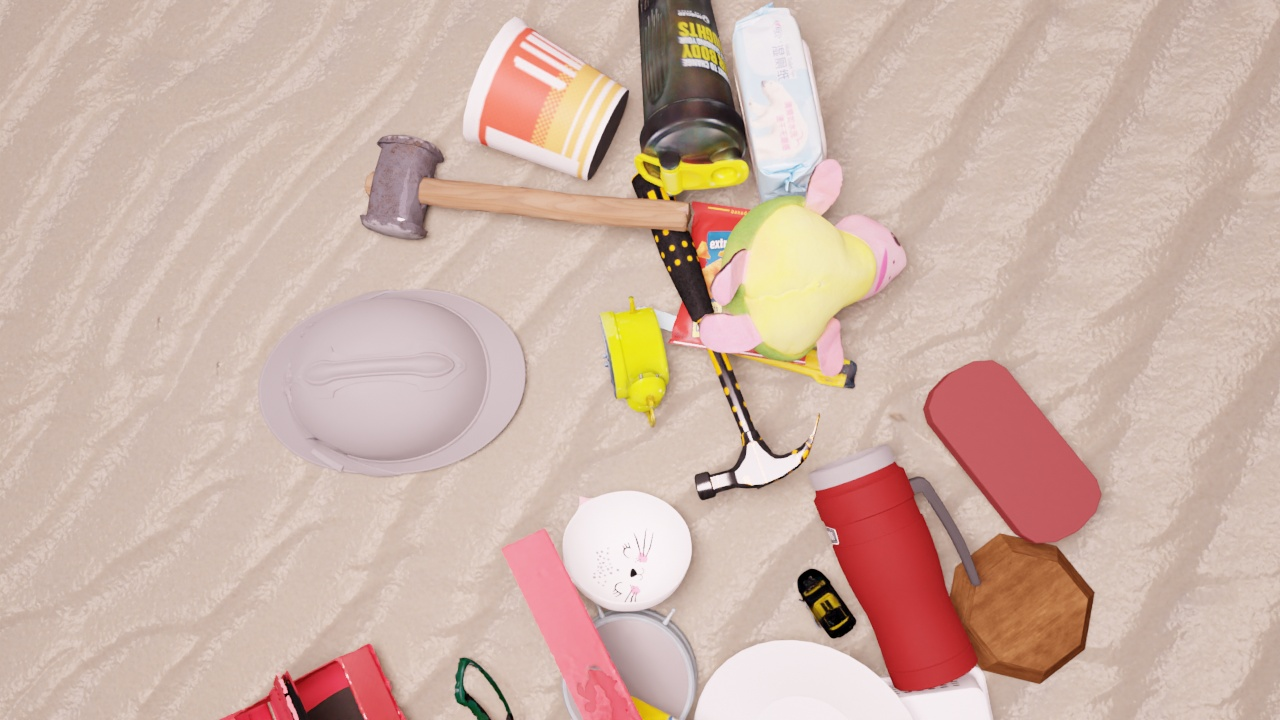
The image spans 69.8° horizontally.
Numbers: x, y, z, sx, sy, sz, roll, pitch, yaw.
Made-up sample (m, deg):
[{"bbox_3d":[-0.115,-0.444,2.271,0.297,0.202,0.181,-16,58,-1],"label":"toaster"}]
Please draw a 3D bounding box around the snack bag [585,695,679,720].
[{"bbox_3d":[0.039,0.397,0.770,0.247,0.068,0.160,27,112,3],"label":"snack bag"}]

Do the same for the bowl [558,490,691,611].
[{"bbox_3d":[-0.012,0.179,0.831,0.114,0.051,0.114,1,49,-1],"label":"bowl"}]

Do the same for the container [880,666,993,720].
[{"bbox_3d":[0.249,0.320,0.805,0.129,0.049,0.080,-9,82,3],"label":"container"}]

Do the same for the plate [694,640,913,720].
[{"bbox_3d":[0.145,0.345,0.797,0.209,0.015,0.208,2,94,26],"label":"plate"}]

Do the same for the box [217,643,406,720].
[{"bbox_3d":[-0.407,0.444,0.767,0.477,0.171,0.214,-22,77,-25],"label":"box"}]

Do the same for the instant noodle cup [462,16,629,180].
[{"bbox_3d":[-0.085,-0.240,0.874,0.121,0.123,0.123,26,85,0],"label":"instant noodle cup"}]

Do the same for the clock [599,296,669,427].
[{"bbox_3d":[-0.005,0.005,0.850,0.057,0.083,0.119,-11,80,-3],"label":"clock"}]

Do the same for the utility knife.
[{"bbox_3d":[0.098,-0.015,0.880,0.225,0.019,0.030,15,76,9],"label":"utility knife"}]

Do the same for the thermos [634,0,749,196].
[{"bbox_3d":[0.040,-0.256,0.853,0.098,0.098,0.220,-7,64,3],"label":"thermos"}]

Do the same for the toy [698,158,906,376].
[{"bbox_3d":[0.141,-0.075,0.791,0.237,0.088,0.190,-23,112,-34],"label":"toy"}]

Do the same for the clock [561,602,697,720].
[{"bbox_3d":[-0.011,0.301,0.831,0.122,0.045,0.159,5,82,6],"label":"clock"}]

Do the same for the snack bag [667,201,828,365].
[{"bbox_3d":[0.102,-0.074,0.872,0.131,0.039,0.144,9,78,6],"label":"snack bag"}]

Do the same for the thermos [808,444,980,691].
[{"bbox_3d":[0.232,0.175,0.806,0.108,0.084,0.198,-22,84,9],"label":"thermos"}]

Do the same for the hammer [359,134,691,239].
[{"bbox_3d":[-0.113,-0.150,0.869,0.329,0.052,0.098,9,84,15],"label":"hammer"}]

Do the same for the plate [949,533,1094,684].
[{"bbox_3d":[0.343,0.223,0.822,0.131,0.025,0.131,-1,83,4],"label":"plate"}]

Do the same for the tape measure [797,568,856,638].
[{"bbox_3d":[0.164,0.218,0.819,0.034,0.061,0.061,-36,80,2],"label":"tape measure"}]

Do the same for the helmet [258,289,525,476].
[{"bbox_3d":[-0.251,0.014,0.849,0.271,0.117,0.183,-5,82,6],"label":"helmet"}]

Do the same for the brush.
[{"bbox_3d":[0.333,0.082,0.833,0.082,0.042,0.173,-36,81,-1],"label":"brush"}]

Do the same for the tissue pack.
[{"bbox_3d":[0.131,-0.217,0.841,0.070,0.112,0.181,-11,73,7],"label":"tissue pack"}]

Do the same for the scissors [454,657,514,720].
[{"bbox_3d":[-0.133,0.382,0.815,0.202,0.015,0.204,39,108,40],"label":"scissors"}]

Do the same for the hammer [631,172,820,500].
[{"bbox_3d":[0.061,-0.038,0.834,0.123,0.036,0.320,-22,74,8],"label":"hammer"}]
